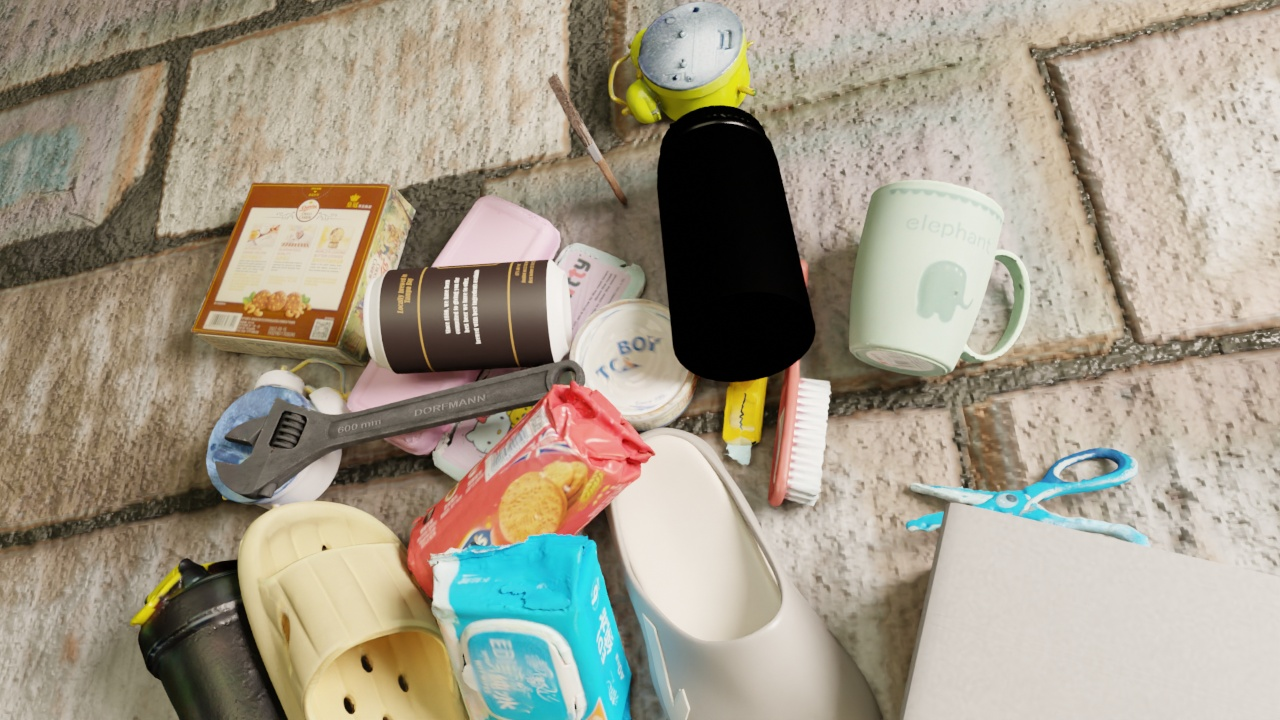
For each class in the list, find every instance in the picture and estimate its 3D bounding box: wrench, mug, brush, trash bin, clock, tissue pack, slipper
[{"bbox_3d":[-0.167,0.040,0.617,0.273,0.018,0.073,-13,61,12],"label":"wrench"},{"bbox_3d":[0.187,-0.043,0.571,0.111,0.084,0.104,16,81,-6],"label":"mug"},{"bbox_3d":[0.106,0.012,0.593,0.030,0.041,0.172,8,67,2],"label":"brush"},{"bbox_3d":[0.247,0.164,0.428,0.229,0.114,0.114,11,67,22],"label":"trash bin"},{"bbox_3d":[-0.031,-0.144,0.643,0.008,0.143,0.045,-29,70,5],"label":"brush"},{"bbox_3d":[0.030,-0.227,0.709,0.119,0.057,0.083,-2,67,16],"label":"clock"},{"bbox_3d":[-0.062,0.162,0.526,0.093,0.144,0.061,-4,27,15],"label":"tissue pack"},{"bbox_3d":[-0.155,0.185,0.553,0.079,0.111,0.261,-51,60,39],"label":"slipper"},{"bbox_3d":[0.047,0.144,0.526,0.113,0.081,0.265,-27,61,1],"label":"slipper"},{"bbox_3d":[-0.262,0.054,0.681,0.089,0.052,0.125,18,73,24],"label":"clock"}]

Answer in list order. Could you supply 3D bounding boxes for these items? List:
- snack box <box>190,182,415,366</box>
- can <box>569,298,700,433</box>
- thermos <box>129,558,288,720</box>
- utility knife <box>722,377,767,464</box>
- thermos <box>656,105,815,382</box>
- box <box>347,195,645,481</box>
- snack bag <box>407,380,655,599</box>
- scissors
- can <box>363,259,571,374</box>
[{"bbox_3d":[-0.272,-0.074,0.747,0.143,0.041,0.146,5,69,20],"label":"snack box"},{"bbox_3d":[-0.004,0.004,0.619,0.086,0.043,0.086,-2,74,6],"label":"can"},{"bbox_3d":[-0.242,0.225,0.577,0.098,0.098,0.220,-35,65,0],"label":"thermos"},{"bbox_3d":[0.077,-0.005,0.621,0.030,0.017,0.159,-2,69,28],"label":"utility knife"},{"bbox_3d":[0.057,-0.091,0.611,0.086,0.086,0.198,-13,52,12],"label":"thermos"},{"bbox_3d":[-0.104,-0.013,0.669,0.153,0.037,0.201,26,77,18],"label":"box"},{"bbox_3d":[-0.074,0.086,0.576,0.177,0.082,0.082,-44,60,18],"label":"snack bag"},{"bbox_3d":[0.221,0.076,0.525,0.140,0.013,0.117,5,36,42],"label":"scissors"},{"bbox_3d":[-0.113,-0.029,0.619,0.128,0.072,0.071,-3,65,2],"label":"can"}]
